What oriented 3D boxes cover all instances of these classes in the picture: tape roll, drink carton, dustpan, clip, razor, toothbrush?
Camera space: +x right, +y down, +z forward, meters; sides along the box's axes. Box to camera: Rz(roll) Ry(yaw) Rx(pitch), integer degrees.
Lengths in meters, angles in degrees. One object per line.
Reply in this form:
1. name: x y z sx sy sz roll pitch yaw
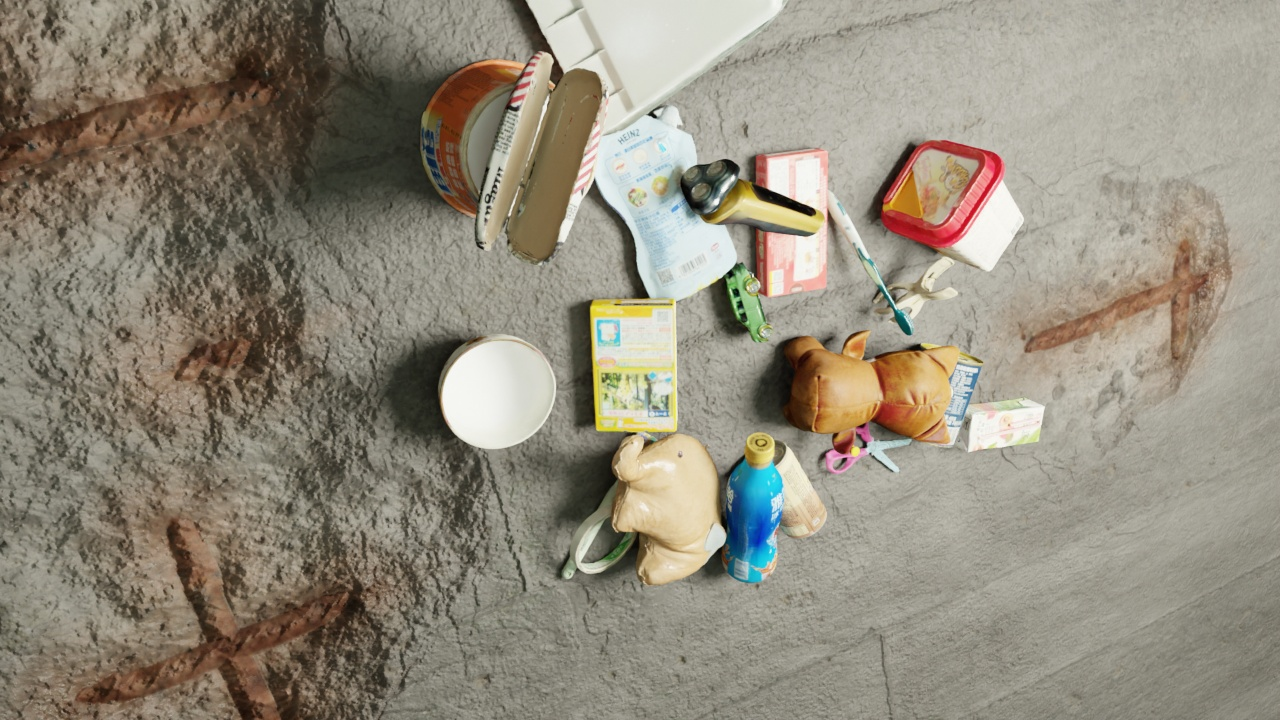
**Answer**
1. tape roll: -0.040 0.198 1.018 0.085 0.014 0.086 -24 133 -29
2. drink carton: 0.461 0.083 1.184 0.122 0.045 0.053 -4 108 -22
3. dustpan: 0.029 -0.376 0.856 0.258 0.142 0.223 -23 114 15
4. clip: 0.315 -0.075 1.047 0.034 0.071 0.100 28 140 -29
5. razor: 0.119 -0.158 0.923 0.167 0.062 0.068 10 132 -32
6. toothbrush: 0.255 -0.110 1.022 0.191 0.016 0.018 57 45 -8
7. toothbrush: -0.038 0.163 1.020 0.029 0.020 0.189 28 98 -19

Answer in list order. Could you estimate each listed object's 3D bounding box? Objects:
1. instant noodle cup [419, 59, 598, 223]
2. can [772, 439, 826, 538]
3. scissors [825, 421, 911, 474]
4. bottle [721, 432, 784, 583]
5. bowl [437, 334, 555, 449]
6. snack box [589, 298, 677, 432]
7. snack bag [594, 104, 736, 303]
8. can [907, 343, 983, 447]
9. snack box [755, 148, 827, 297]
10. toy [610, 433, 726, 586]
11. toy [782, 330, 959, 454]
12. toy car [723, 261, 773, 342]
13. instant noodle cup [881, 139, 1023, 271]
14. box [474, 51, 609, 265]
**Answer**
1. instant noodle cup: -0.112 -0.188 0.816 0.151 0.111 0.151 -7 110 -21
2. can: 0.172 0.153 1.081 0.058 0.058 0.116 -37 118 -7
3. scissors: 0.285 0.099 1.136 0.134 0.017 0.113 -6 105 -25
4. bottle: 0.126 0.164 1.024 0.065 0.065 0.219 -18 135 -16
5. bowl: -0.146 0.023 0.903 0.113 0.062 0.113 -8 112 -20
6. snack box: -0.006 0.006 0.954 0.087 0.033 0.140 0 108 4
7. snack bag: 0.024 -0.157 0.925 0.110 0.039 0.191 -28 114 -6
8. can: 0.360 0.043 1.112 0.075 0.075 0.111 8 105 -25
9. snack box: 0.164 -0.148 0.992 0.075 0.025 0.153 -12 112 -20
10. toy: 0.026 0.140 0.985 0.143 0.083 0.226 -48 134 -31
11. toy: 0.264 0.035 1.050 0.199 0.130 0.140 0 111 0
12. toy car: 0.117 -0.061 0.993 0.036 0.043 0.091 -22 107 3
13. instant noodle cup: 0.354 -0.166 1.022 0.124 0.116 0.116 30 94 -39
14. box: -0.091 -0.161 0.728 0.087 0.076 0.163 6 109 -47
